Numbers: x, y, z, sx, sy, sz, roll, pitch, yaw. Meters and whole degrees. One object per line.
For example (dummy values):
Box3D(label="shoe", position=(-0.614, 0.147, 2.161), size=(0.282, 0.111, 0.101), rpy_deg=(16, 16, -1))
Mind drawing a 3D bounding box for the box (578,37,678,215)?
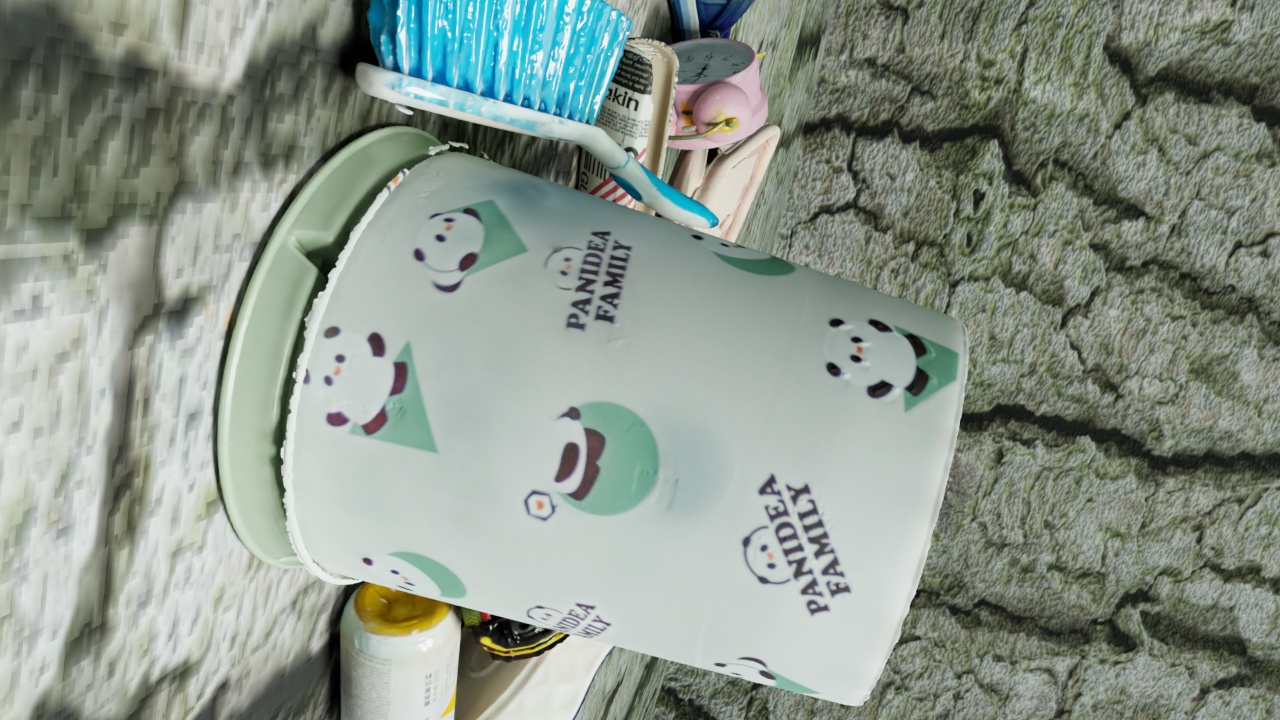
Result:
Box3D(label="box", position=(-0.004, -0.169, 0.727), size=(0.087, 0.076, 0.163), rpy_deg=(-23, 131, -41))

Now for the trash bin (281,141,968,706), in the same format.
Box3D(label="trash bin", position=(0.004, 0.037, 0.446), size=(0.229, 0.252, 0.229), rpy_deg=(18, 89, -79))

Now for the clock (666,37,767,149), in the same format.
Box3D(label="clock", position=(0.050, -0.232, 0.815), size=(0.158, 0.117, 0.060), rpy_deg=(-67, 156, -43))

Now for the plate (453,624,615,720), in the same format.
Box3D(label="plate", position=(-0.089, 0.215, 0.675), size=(0.205, 0.045, 0.204), rpy_deg=(-44, -165, 15))

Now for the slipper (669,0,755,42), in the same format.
Box3D(label="slipper", position=(0.077, -0.356, 0.836), size=(0.253, 0.095, 0.105), rpy_deg=(81, 24, -72))

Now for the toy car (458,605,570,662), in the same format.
Box3D(label="toy car", position=(-0.083, 0.104, 0.560), size=(0.041, 0.071, 0.155), rpy_deg=(85, -16, -53))

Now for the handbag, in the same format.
Box3D(label="handbag", position=(0.049, -0.136, 0.886), size=(0.233, 0.093, 0.194), rpy_deg=(-62, 175, -57))

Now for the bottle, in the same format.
Box3D(label="bottle", position=(-0.149, 0.217, 0.563), size=(0.067, 0.068, 0.190), rpy_deg=(-55, 157, -60))

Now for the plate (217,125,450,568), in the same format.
Box3D(label="plate", position=(-0.129, -0.003, 0.469), size=(0.230, 0.027, 0.230), rpy_deg=(17, 89, -79))

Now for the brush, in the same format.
Box3D(label="brush", position=(-0.027, -0.135, 0.496), size=(0.313, 0.060, 0.109), rpy_deg=(-6, 115, -56))

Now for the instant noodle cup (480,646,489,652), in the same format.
Box3D(label="instant noodle cup", position=(-0.065, 0.110, 0.654), size=(0.066, 0.194, 0.193), rpy_deg=(49, 41, -21))
